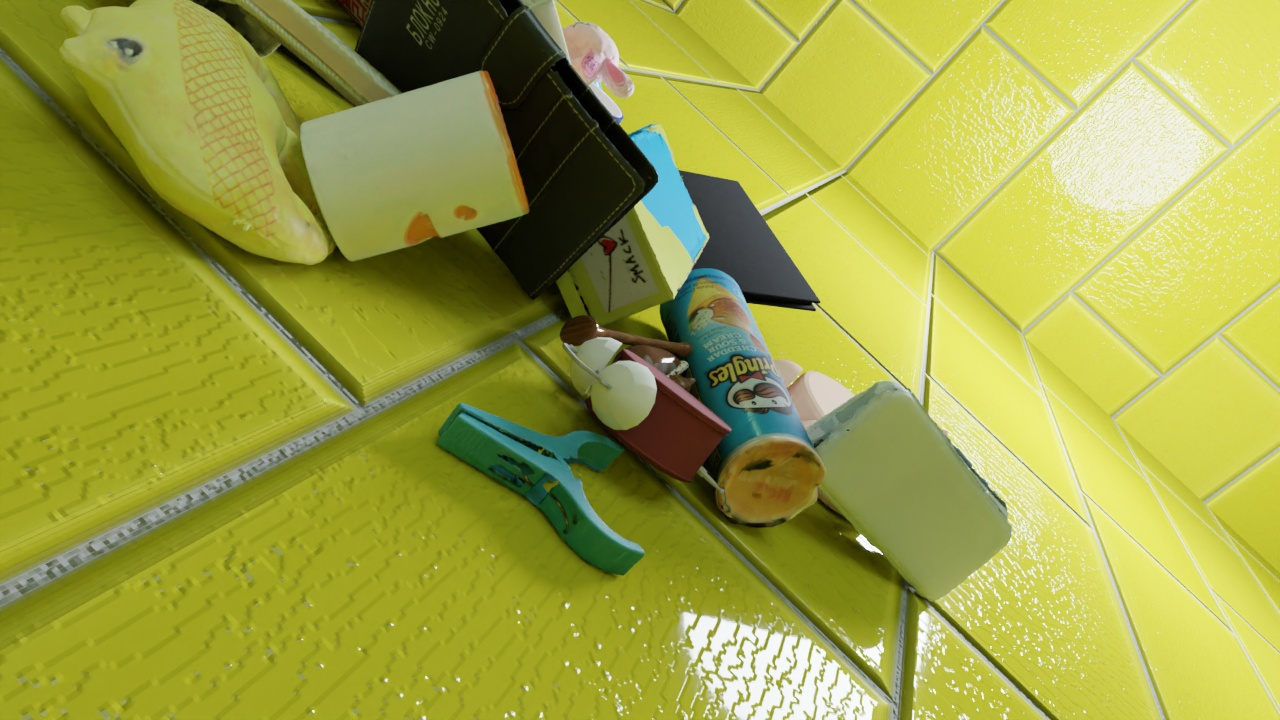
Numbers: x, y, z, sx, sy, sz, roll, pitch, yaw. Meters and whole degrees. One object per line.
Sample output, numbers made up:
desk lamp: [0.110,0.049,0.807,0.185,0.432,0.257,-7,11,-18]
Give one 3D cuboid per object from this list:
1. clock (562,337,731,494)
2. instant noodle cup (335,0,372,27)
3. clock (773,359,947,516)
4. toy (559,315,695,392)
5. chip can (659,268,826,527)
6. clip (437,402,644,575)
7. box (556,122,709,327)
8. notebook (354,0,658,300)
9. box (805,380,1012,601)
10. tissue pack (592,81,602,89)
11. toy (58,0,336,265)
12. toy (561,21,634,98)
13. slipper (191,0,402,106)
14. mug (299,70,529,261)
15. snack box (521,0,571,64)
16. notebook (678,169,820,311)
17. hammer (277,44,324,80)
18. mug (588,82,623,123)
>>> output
clock: [0.003,0.028,0.559,0.124,0.044,0.087,35,4,-26]
instant noodle cup: [-0.208,-0.310,0.799,0.112,0.101,0.100,55,24,5]
clock: [0.173,0.063,0.765,0.160,0.086,0.131,23,29,-26]
toy: [-0.004,0.004,0.625,0.101,0.042,0.054,9,78,-38]
chip can: [0.067,0.019,0.674,0.079,0.080,0.229,30,25,-27]
clip: [-0.038,0.070,0.480,0.120,0.033,0.118,4,47,-56]
box: [-0.012,-0.113,0.731,0.124,0.079,0.220,65,16,-15]
notebook: [-0.095,-0.154,0.579,0.209,0.170,0.029,50,54,-4]
box: [0.198,0.096,0.689,0.213,0.118,0.063,41,11,-29]
tissue pack: [-0.085,-0.289,0.988,0.092,0.062,0.144,28,26,-29]
toy: [-0.222,-0.123,0.476,0.155,0.065,0.170,39,19,-52]
toy: [-0.045,-0.286,0.867,0.063,0.047,0.110,14,38,-34]
slipper: [-0.253,-0.222,0.571,0.272,0.054,0.114,36,-1,4]
mug: [-0.124,-0.108,0.514,0.082,0.105,0.082,161,-89,-85]
snack box: [-0.121,-0.288,0.829,0.208,0.057,0.104,54,-15,50]
notebook: [0.067,-0.134,0.947,0.169,0.019,0.231,5,39,-25]
hammer: [-0.185,-0.189,0.696,0.324,0.034,0.169,33,26,-18]
mug: [-0.069,-0.222,0.875,0.075,0.076,0.111,36,24,-16]
